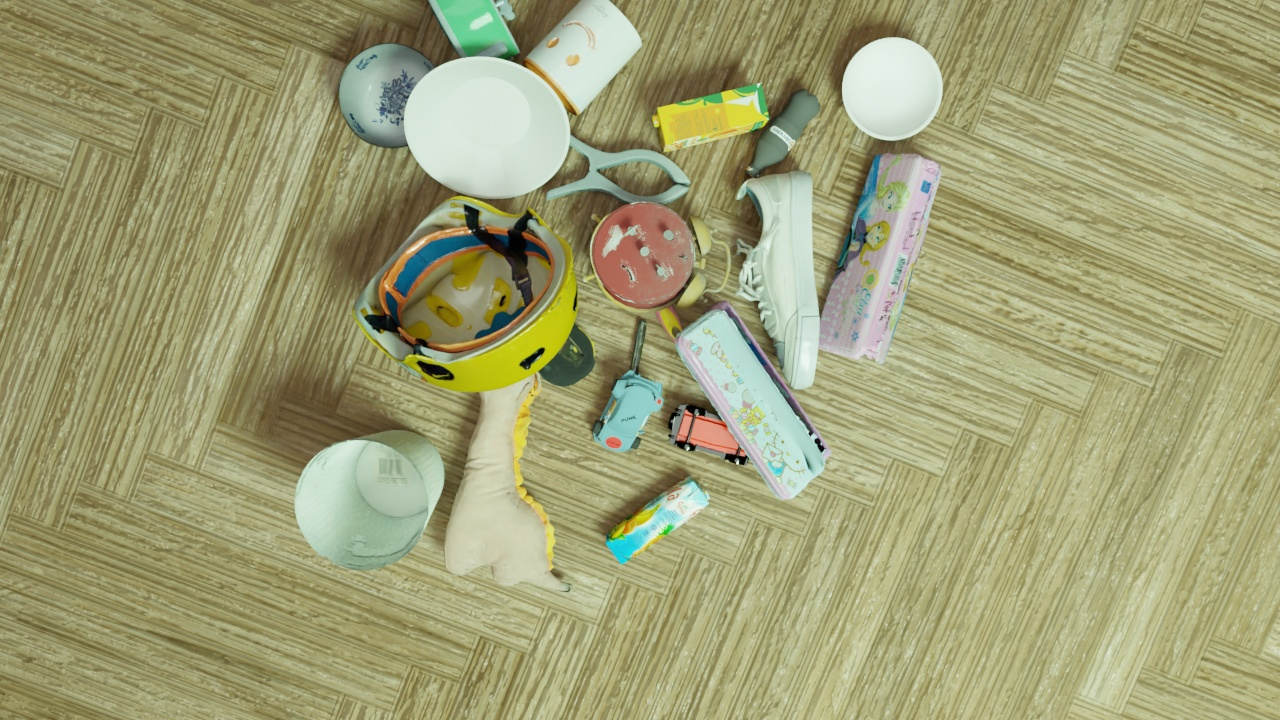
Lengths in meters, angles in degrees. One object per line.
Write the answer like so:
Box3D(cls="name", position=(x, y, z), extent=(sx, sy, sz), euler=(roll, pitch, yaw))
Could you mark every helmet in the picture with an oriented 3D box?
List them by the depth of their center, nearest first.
Box3D(cls="helmet", position=(-0.159, -0.048, 0.965), extent=(0.240, 0.140, 0.208), euler=(20, 63, 29))

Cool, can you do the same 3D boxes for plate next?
Box3D(cls="plate", position=(-0.164, -0.256, 0.988), extent=(0.174, 0.036, 0.174), euler=(-2, 137, -2))

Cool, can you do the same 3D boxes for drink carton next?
Box3D(cls="drink carton", position=(0.075, -0.267, 1.015), extent=(0.122, 0.058, 0.041), euler=(-13, 94, 0))
Box3D(cls="drink carton", position=(0.020, 0.182, 1.055), extent=(0.129, 0.044, 0.038), euler=(-35, 94, 3))

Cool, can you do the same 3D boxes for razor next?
Box3D(cls="razor", position=(-0.006, 0.006, 1.054), extent=(0.042, 0.026, 0.106), euler=(10, 90, 0))

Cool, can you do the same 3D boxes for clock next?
Box3D(cls="clock", position=(-0.188, -0.389, 0.968), extent=(0.075, 0.122, 0.161), euler=(-28, 101, 2))
Box3D(cls="clock", position=(0.020, -0.112, 1.006), extent=(0.159, 0.081, 0.117), euler=(8, 88, 2))

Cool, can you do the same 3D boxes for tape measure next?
Box3D(cls="tape measure", position=(-0.086, -0.009, 1.030), extent=(0.072, 0.042, 0.071), euler=(39, 56, -14))

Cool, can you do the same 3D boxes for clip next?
Box3D(cls="clip", position=(-0.028, -0.200, 1.034), extent=(0.162, 0.027, 0.090), euler=(18, 92, -1))

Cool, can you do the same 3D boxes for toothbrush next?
Box3D(cls="toothbrush", position=(0.045, -0.025, 1.055), extent=(0.021, 0.016, 0.135), euler=(-28, 90, 3))

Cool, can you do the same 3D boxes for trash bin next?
Box3D(cls="trash bin", position=(-0.278, 0.138, 0.989), extent=(0.133, 0.161, 0.133), euler=(0, 94, -1))

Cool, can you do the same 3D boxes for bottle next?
Box3D(cls="bottle", position=(0.157, -0.252, 1.028), extent=(0.036, 0.036, 0.110), euler=(37, 93, -3))

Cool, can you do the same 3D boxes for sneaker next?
Box3D(cls="sneaker", position=(0.148, -0.088, 1.020), extent=(0.091, 0.089, 0.242), euler=(-3, 88, 4))

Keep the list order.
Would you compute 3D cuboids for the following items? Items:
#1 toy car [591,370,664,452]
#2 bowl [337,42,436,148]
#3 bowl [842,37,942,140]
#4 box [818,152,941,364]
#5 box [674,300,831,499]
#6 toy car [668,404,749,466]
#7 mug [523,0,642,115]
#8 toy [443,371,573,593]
Box3D(cls="toy car", position=(-0.016, 0.066, 1.031), extent=(0.060, 0.027, 0.108), euler=(23, 119, -8))
Box3D(cls="bowl", position=(-0.271, -0.288, 1.015), extent=(0.114, 0.045, 0.114), euler=(0, 94, -1))
Box3D(cls="bowl", position=(0.275, -0.298, 1.024), extent=(0.110, 0.040, 0.110), euler=(0, 94, -1))
Box3D(cls="box", position=(0.282, -0.108, 1.029), extent=(0.090, 0.085, 0.230), euler=(16, 94, -30))
Box3D(cls="box", position=(0.129, 0.037, 1.001), extent=(0.062, 0.139, 0.214), euler=(-33, 95, 30))
Box3D(cls="toy car", position=(0.082, 0.082, 1.045), extent=(0.100, 0.049, 0.051), euler=(16, 93, -2))
Box3D(cls="mug", position=(-0.062, -0.333, 0.997), extent=(0.082, 0.082, 0.105), euler=(44, 91, -3))
Box3D(cls="toy", position=(-0.139, 0.125, 1.047), extent=(0.196, 0.065, 0.264), euler=(16, 87, -11))
